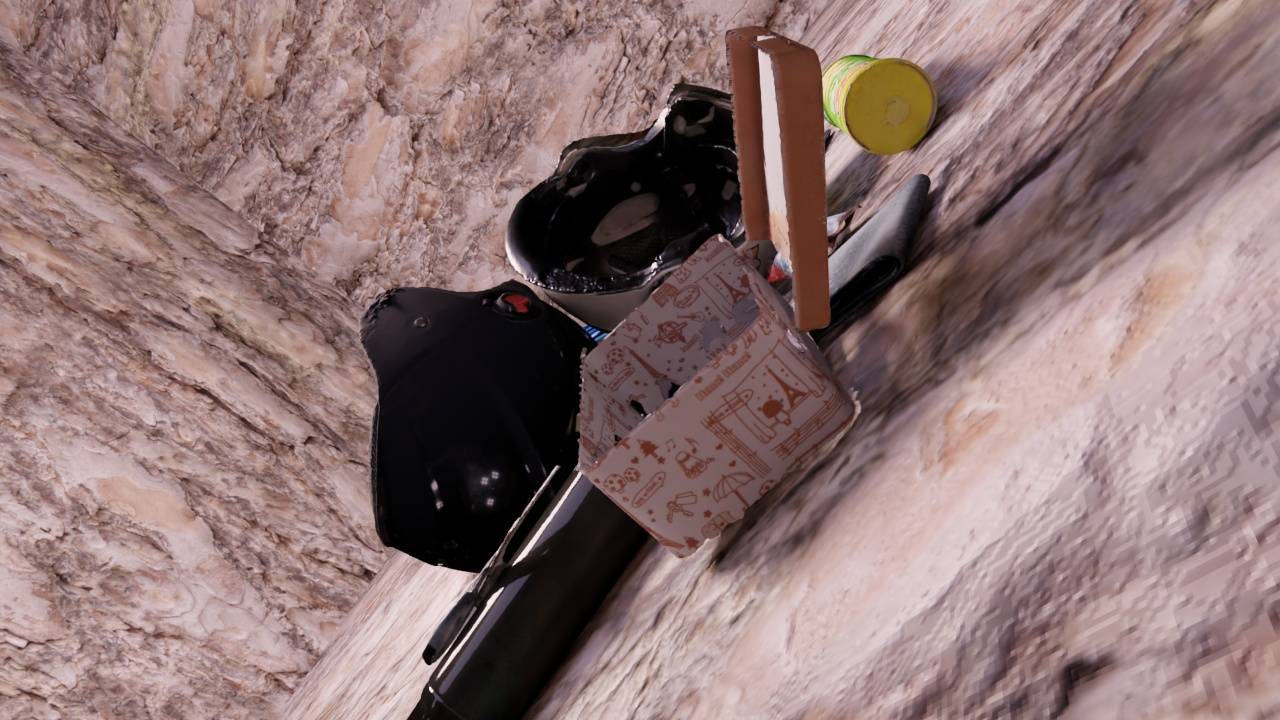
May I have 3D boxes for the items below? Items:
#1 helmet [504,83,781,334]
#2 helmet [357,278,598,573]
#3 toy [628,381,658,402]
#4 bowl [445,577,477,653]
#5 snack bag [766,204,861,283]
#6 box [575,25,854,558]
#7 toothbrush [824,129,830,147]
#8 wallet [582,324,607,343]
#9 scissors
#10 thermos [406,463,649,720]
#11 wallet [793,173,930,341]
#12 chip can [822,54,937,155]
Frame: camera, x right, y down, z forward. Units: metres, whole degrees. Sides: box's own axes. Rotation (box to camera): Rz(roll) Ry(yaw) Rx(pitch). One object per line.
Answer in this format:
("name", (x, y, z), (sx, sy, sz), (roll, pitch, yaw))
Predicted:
("helmet", (0.026, -0.117, 0.860), (0.274, 0.157, 0.230), (-35, 47, -4))
("helmet", (-0.123, 0.058, 0.803), (0.273, 0.230, 0.234), (-55, -17, -44))
("toy", (-0.006, 0.005, 0.931), (0.104, 0.066, 0.158), (-43, 9, -35))
("bowl", (-0.112, 0.203, 0.698), (0.113, 0.062, 0.113), (-50, 10, 12))
("snack bag", (0.132, -0.088, 0.714), (0.045, 0.026, 0.105), (-44, 5, -27))
("box", (0.053, -0.041, 0.513), (0.179, 0.130, 0.273), (-96, 24, -67))
("toothbrush", (0.186, -0.214, 1.002), (0.016, 0.018, 0.180), (-48, 7, 43))
("wallet", (-0.025, -0.023, 0.985), (0.107, 0.040, 0.132), (-29, -15, 29))
("scissors", (-0.097, 0.136, 0.594), (0.166, 0.014, 0.163), (-54, -3, -10))
("thermos", (-0.063, 0.172, 0.595), (0.090, 0.068, 0.242), (20, 71, 47))
("wallet", (0.138, -0.059, 0.601), (0.121, 0.019, 0.097), (-46, 8, 46))
("chip can", (0.197, -0.226, 0.791), (0.073, 0.072, 0.221), (-49, 8, 18))
